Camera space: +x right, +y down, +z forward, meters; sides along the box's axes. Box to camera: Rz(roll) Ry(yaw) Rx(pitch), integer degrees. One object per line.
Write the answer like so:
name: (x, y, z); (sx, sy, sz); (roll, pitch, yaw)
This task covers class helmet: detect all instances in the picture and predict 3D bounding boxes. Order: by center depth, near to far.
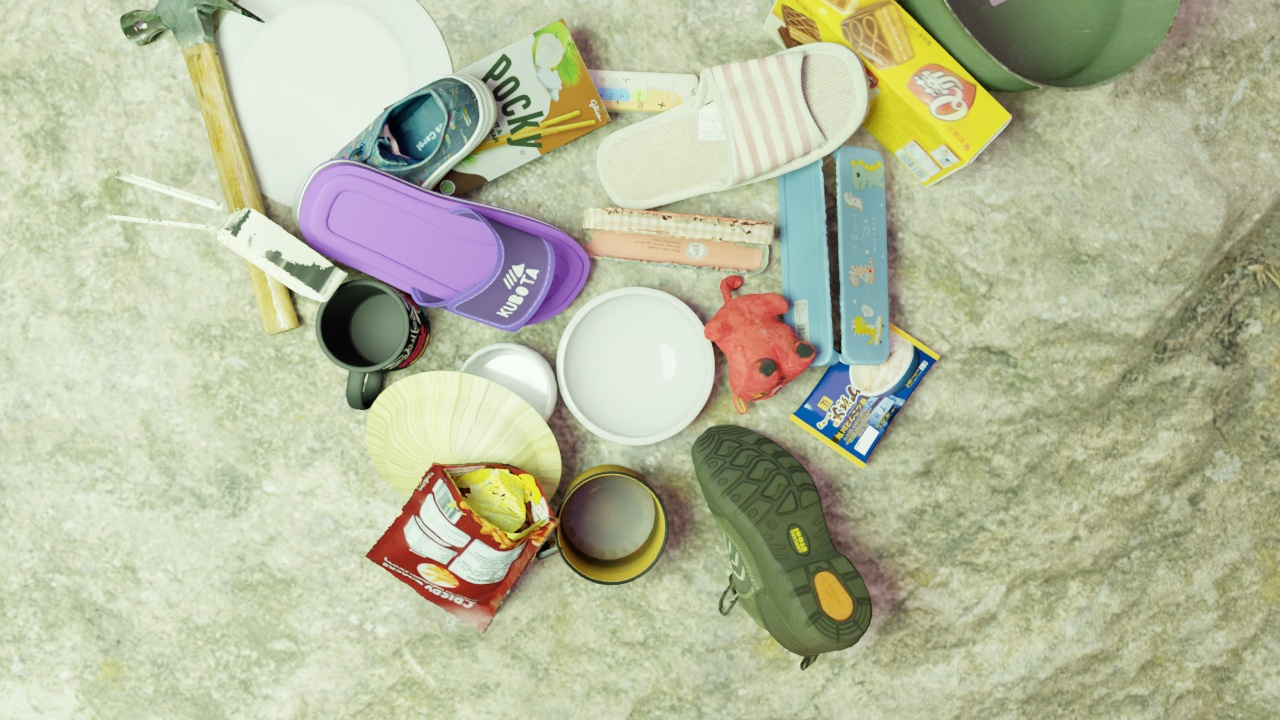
helmet: (0.330, -0.353, 0.837); (0.227, 0.154, 0.268); (-28, 92, -8)

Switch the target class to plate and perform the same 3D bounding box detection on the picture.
plate: (-0.166, 0.096, 0.833); (0.184, 0.036, 0.185); (5, 124, 7)
plate: (-0.303, -0.265, 0.888); (0.242, 0.016, 0.242); (0, 90, -2)

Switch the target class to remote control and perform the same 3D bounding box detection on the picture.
remote control: (-0.003, -0.262, 0.897); (0.125, 0.018, 0.038); (1, 90, -4)

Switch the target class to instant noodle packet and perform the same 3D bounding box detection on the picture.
instant noodle packet: (0.219, 0.027, 0.900); (0.087, 0.026, 0.134); (34, 90, 3)

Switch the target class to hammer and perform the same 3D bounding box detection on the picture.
hammer: (-0.385, -0.187, 0.871); (0.132, 0.033, 0.330); (-14, 94, 13)

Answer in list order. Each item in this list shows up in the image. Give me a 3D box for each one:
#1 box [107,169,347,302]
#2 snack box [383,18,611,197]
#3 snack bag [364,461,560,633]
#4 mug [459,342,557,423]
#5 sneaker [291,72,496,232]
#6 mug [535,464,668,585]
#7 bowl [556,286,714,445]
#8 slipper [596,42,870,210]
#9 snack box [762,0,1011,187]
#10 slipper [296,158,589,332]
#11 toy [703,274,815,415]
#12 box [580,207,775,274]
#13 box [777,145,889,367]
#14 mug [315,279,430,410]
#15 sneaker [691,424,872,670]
box: (-0.347, -0.104, 0.774); (0.187, 0.144, 0.058); (27, 83, -27)
snack box: (-0.133, -0.232, 0.868); (0.186, 0.031, 0.101); (-25, 102, 4)
snack bag: (-0.166, 0.172, 0.827); (0.139, 0.066, 0.209); (29, 130, -9)
mug: (-0.136, 0.033, 0.868); (0.115, 0.068, 0.094); (-21, 91, -2)
sneaker: (-0.233, -0.171, 0.824); (0.236, 0.079, 0.087); (-30, 99, 23)
mug: (-0.040, 0.154, 0.858); (0.123, 0.094, 0.100); (-23, 91, -3)
bowl: (-0.005, 0.005, 0.884); (0.149, 0.043, 0.149); (0, 90, -2)
slipper: (0.076, -0.209, 0.836); (0.263, 0.052, 0.115); (-17, 106, 21)
snack box: (0.225, -0.271, 0.857); (0.230, 0.110, 0.061); (44, 88, -1)
slipper: (-0.158, -0.088, 0.799); (0.266, 0.084, 0.107); (19, 105, -32)
toy: (0.099, -0.018, 0.881); (0.088, 0.094, 0.132); (-16, 63, -13)
box: (0.034, -0.116, 0.881); (0.187, 0.056, 0.071); (4, 122, 0)
box: (0.185, -0.097, 0.885); (0.085, 0.073, 0.209); (0, 88, -26)
mug: (-0.248, -0.012, 0.849); (0.082, 0.098, 0.118); (11, 90, -2)
sneaker: (0.121, 0.181, 0.872); (0.101, 0.143, 0.237); (-16, 57, -22)
